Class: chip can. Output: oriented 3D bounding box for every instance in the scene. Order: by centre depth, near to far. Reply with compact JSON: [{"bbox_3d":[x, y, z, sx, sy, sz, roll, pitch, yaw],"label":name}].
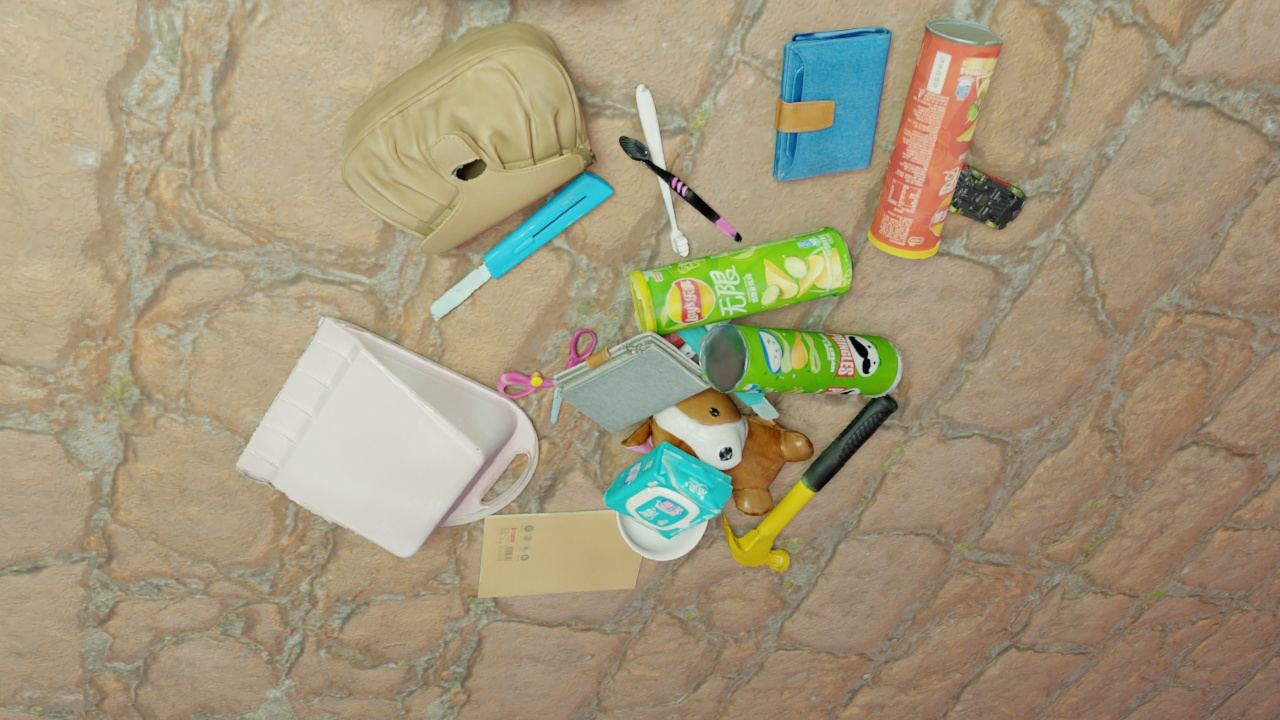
[{"bbox_3d":[0.275,-0.206,0.871,0.073,0.073,0.217,-4,127,-13],"label":"chip can"},{"bbox_3d":[0.101,-0.078,0.920,0.221,0.072,0.073,-13,129,-5],"label":"chip can"},{"bbox_3d":[0.172,0.002,0.964,0.235,0.072,0.072,3,127,-36],"label":"chip can"}]

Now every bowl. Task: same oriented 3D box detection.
[{"bbox_3d":[0.015,0.173,1.083,0.118,0.065,0.118,2,85,-23],"label":"bowl"}]

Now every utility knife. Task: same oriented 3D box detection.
[{"bbox_3d":[-0.120,-0.105,0.873,0.219,0.018,0.034,-36,128,14],"label":"utility knife"},{"bbox_3d":[0.086,0.001,0.970,0.029,0.013,0.176,-44,102,2],"label":"utility knife"}]

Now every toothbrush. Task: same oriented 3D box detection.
[{"bbox_3d":[0.022,-0.173,0.860,0.016,0.016,0.180,-28,130,-14],"label":"toothbrush"},{"bbox_3d":[0.044,-0.158,0.864,0.189,0.018,0.014,32,79,-42],"label":"toothbrush"}]

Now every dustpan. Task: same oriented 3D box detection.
[{"bbox_3d":[-0.255,0.089,0.990,0.273,0.138,0.223,39,113,-6],"label":"dustpan"}]

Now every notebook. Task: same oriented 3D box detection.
[{"bbox_3d":[-0.096,0.243,1.153,0.207,0.008,0.148,0,127,-15],"label":"notebook"}]

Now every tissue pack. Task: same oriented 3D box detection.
[{"bbox_3d":[0.027,0.144,0.989,0.093,0.050,0.134,31,143,-15],"label":"tissue pack"}]

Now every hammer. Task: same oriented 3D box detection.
[{"bbox_3d":[0.214,0.155,1.157,0.128,0.032,0.301,22,118,-30],"label":"hammer"}]

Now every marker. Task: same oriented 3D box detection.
[{"bbox_3d":[0.059,-0.016,0.991,0.131,0.018,0.022,-45,134,19],"label":"marker"}]

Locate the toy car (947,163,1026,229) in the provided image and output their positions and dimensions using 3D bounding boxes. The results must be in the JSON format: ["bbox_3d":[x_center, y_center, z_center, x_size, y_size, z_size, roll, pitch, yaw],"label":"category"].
[{"bbox_3d":[0.352,-0.168,0.946,0.106,0.031,0.049,14,123,-28],"label":"toy car"}]

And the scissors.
[{"bbox_3d":[-0.085,0.018,0.979,0.133,0.017,0.134,5,125,-24],"label":"scissors"}]

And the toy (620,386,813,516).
[{"bbox_3d":[0.088,0.092,1.021,0.199,0.130,0.140,34,94,-23],"label":"toy"}]

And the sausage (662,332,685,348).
[{"bbox_3d":[-0.006,0.006,0.981,0.156,0.020,0.020,-33,128,5],"label":"sausage"}]

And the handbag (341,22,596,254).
[{"bbox_3d":[-0.140,-0.176,0.759,0.205,0.099,0.148,-29,132,12],"label":"handbag"}]

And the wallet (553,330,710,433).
[{"bbox_3d":[-0.011,0.019,0.936,0.130,0.036,0.106,-27,132,30],"label":"wallet"}]

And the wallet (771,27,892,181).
[{"bbox_3d":[0.173,-0.234,0.844,0.106,0.040,0.133,-10,128,-13],"label":"wallet"}]
